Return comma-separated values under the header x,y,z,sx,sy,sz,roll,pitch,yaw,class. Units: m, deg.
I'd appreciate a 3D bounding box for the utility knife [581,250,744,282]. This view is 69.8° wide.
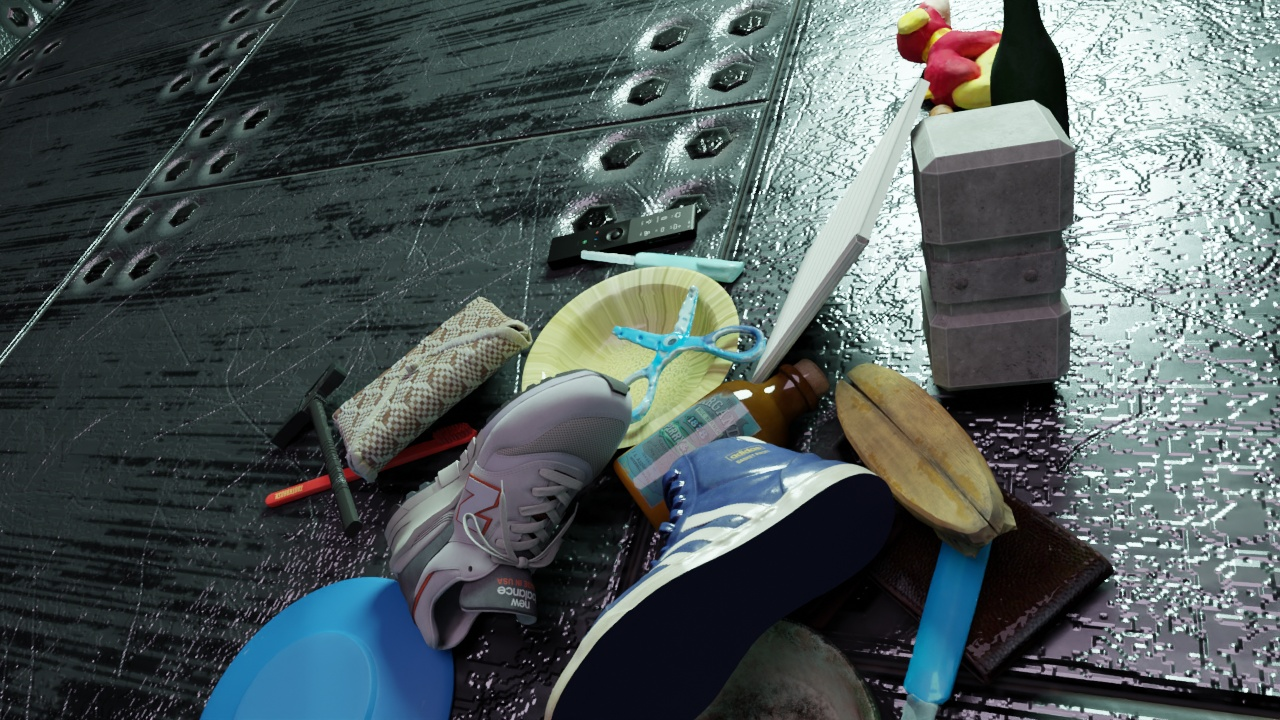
x,y,z,sx,sy,sz,roll,pitch,yaw,class
0.013,-0.089,0.824,0.166,0.015,0.022,11,59,29,utility knife

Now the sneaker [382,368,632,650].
x,y,z,sx,sy,sz,roll,pitch,yaw,class
-0.088,0.117,0.636,0.240,0.088,0.124,-38,47,27,sneaker

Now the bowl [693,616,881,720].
x,y,z,sx,sy,sz,roll,pitch,yaw,class
0.060,0.224,0.516,0.158,0.038,0.157,-15,47,16,bowl

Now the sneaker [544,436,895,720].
x,y,z,sx,sy,sz,roll,pitch,yaw,class
0.022,0.120,0.537,0.232,0.091,0.118,-36,27,-15,sneaker

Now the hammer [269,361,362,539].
x,y,z,sx,sy,sz,roll,pitch,yaw,class
-0.257,0.078,0.743,0.095,0.015,0.325,-51,27,-5,hammer

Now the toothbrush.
x,y,z,sx,sy,sz,roll,pitch,yaw,class
-0.242,0.092,0.805,0.213,0.018,0.012,-19,46,12,toothbrush

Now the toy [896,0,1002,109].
x,y,z,sx,sy,sz,roll,pitch,yaw,class
0.282,-0.268,0.819,0.105,0.067,0.137,-40,57,-5,toy

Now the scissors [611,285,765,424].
x,y,z,sx,sy,sz,roll,pitch,yaw,class
0.031,-0.006,0.699,0.140,0.011,0.133,2,52,29,scissors

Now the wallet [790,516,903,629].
x,y,z,sx,sy,sz,roll,pitch,yaw,class
0.099,0.114,0.591,0.091,0.018,0.116,-46,29,-14,wallet

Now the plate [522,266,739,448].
x,y,z,sx,sy,sz,roll,pitch,yaw,class
-0.005,0.004,0.743,0.185,0.036,0.184,-14,47,16,plate

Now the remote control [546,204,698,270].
x,y,z,sx,sy,sz,roll,pitch,yaw,class
-0.018,-0.116,0.871,0.150,0.013,0.034,-10,48,20,remote control

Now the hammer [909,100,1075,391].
x,y,z,sx,sy,sz,roll,pitch,yaw,class
0.240,-0.133,0.680,0.083,0.163,0.316,-6,32,14,hammer

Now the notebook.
x,y,z,sx,sy,sz,roll,pitch,yaw,class
0.133,-0.076,0.642,0.009,0.210,0.142,26,62,1,notebook

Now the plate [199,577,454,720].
x,y,z,sx,sy,sz,roll,pitch,yaw,class
-0.238,0.254,0.656,0.225,0.024,0.223,-15,47,16,plate

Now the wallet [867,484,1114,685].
x,y,z,sx,sy,sz,roll,pitch,yaw,class
0.195,0.118,0.546,0.099,0.031,0.120,-37,42,-9,wallet

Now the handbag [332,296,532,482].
x,y,z,sx,sy,sz,roll,pitch,yaw,class
-0.187,0.015,0.803,0.185,0.047,0.124,-40,25,-9,handbag

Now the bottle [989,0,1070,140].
x,y,z,sx,sy,sz,roll,pitch,yaw,class
0.287,-0.216,0.682,0.055,0.174,0.055,-15,47,16,bottle

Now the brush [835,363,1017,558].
x,y,z,sx,sy,sz,roll,pitch,yaw,class
0.170,0.055,0.567,0.059,0.043,0.195,-41,24,9,brush

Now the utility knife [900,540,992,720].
x,y,z,sx,sy,sz,roll,pitch,yaw,class
0.162,0.150,0.501,0.031,0.015,0.221,2,48,38,utility knife

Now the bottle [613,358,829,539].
x,y,z,sx,sy,sz,roll,pitch,yaw,class
0.062,0.054,0.642,0.157,0.068,0.068,-35,45,-4,bottle
